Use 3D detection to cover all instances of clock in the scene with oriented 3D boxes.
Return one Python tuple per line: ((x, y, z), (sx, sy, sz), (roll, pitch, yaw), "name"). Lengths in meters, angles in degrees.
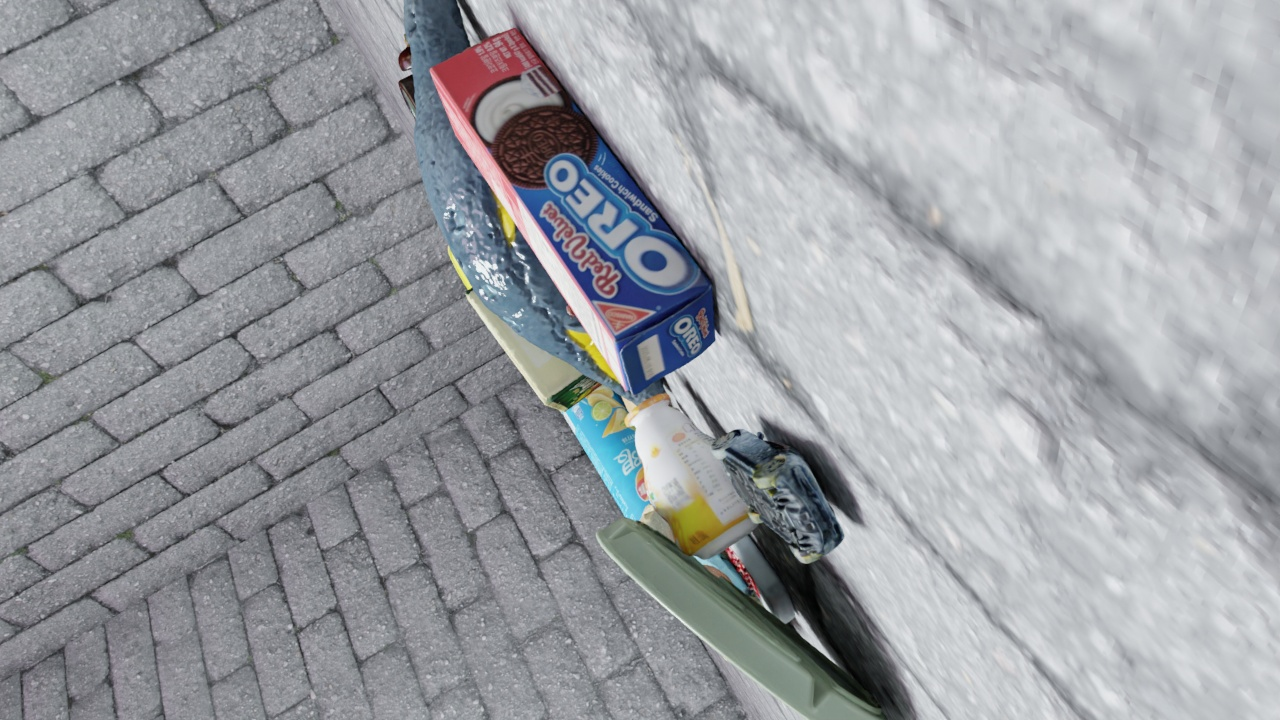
((-0.176, -0.232, 0.805), (0.082, 0.055, 0.122), (54, 169, 36), "clock")

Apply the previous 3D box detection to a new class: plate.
((0.068, 0.175, 0.606), (0.230, 0.027, 0.230), (36, 176, 2), "plate")

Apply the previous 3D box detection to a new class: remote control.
((0.081, 0.155, 0.753), (0.136, 0.020, 0.056), (53, 169, 43), "remote control")

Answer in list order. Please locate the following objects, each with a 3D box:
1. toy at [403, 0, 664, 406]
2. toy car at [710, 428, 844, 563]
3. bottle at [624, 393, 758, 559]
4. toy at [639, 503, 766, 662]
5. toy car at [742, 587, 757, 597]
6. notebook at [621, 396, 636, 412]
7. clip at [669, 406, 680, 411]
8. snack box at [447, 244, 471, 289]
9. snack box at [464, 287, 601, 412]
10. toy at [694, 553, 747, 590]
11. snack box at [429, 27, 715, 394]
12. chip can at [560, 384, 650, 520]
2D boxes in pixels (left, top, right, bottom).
((-0.082, -0.102, 0.625), (0.356, 0.091, 0.137), (62, -160, -12), "toy")
((0.066, 0.061, 0.444), (0.049, 0.031, 0.105), (62, 171, -12), "toy car")
((0.031, 0.075, 0.608), (0.108, 0.063, 0.063), (58, 172, 16), "bottle")
((0.053, 0.186, 0.772), (0.157, 0.066, 0.105), (51, -179, 7), "toy")
((0.116, 0.239, 0.804), (0.090, 0.034, 0.043), (51, 166, 40), "toy car")
((-0.006, 0.043, 0.847), (0.149, 0.012, 0.211), (66, 176, -33), "notebook")
((0.032, 0.081, 0.680), (0.099, 0.034, 0.070), (-120, 41, -51), "clip")
((-0.136, -0.110, 0.900), (0.082, 0.091, 0.080), (64, 178, -26), "snack box")
((-0.086, -0.016, 0.837), (0.114, 0.063, 0.240), (53, 177, 4), "snack box")
((0.073, 0.221, 0.940), (0.156, 0.049, 0.161), (53, 166, -20), "toy")
((-0.037, -0.082, 0.477), (0.207, 0.057, 0.058), (56, 169, 26), "snack box")
((-0.014, 0.112, 1.018), (0.210, 0.071, 0.071), (55, 172, 33), "chip can")
